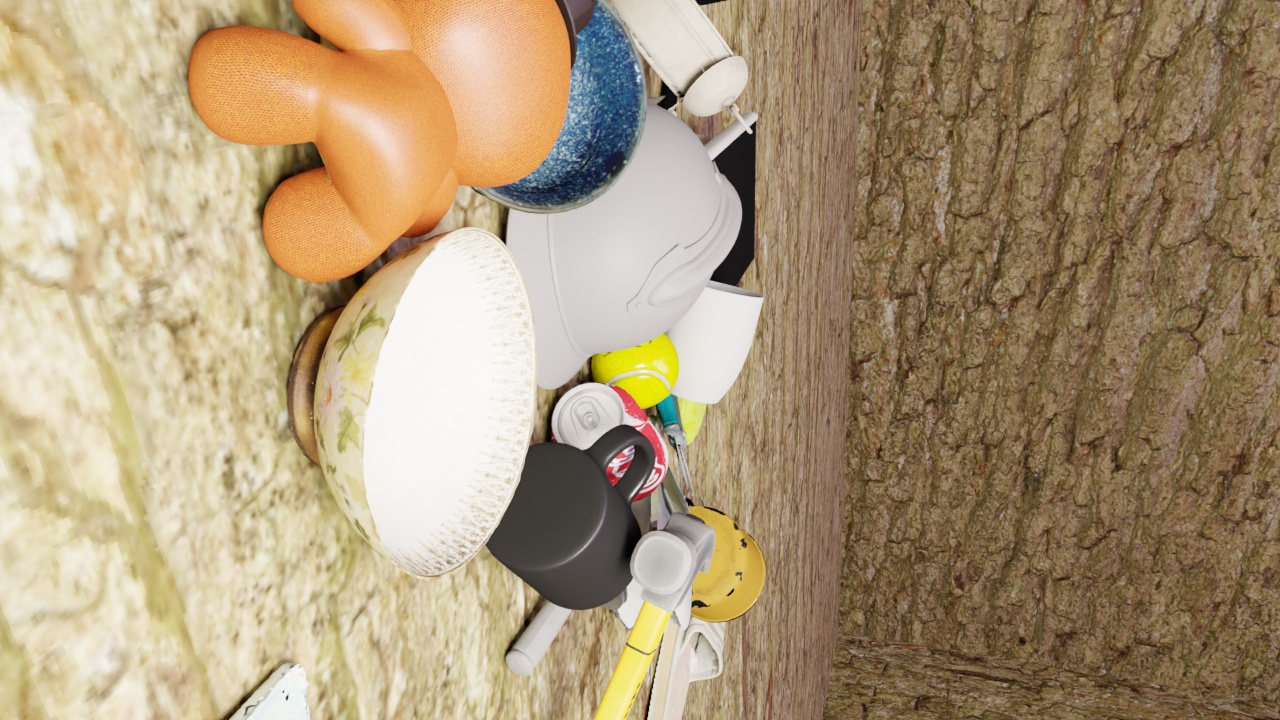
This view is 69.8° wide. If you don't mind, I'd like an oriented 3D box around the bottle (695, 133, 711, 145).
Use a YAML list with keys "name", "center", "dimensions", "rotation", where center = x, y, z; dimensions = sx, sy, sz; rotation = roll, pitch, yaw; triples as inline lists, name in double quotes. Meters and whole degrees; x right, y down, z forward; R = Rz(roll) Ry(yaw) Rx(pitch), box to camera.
- name: "bottle"
  center: [0.033, -0.127, 0.802]
  dimensions: [0.084, 0.046, 0.173]
  rotation: [70, 30, -52]

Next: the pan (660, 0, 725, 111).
- name: "pan"
  center: [0.061, -0.368, 0.834]
  dimensions: [0.204, 0.044, 0.355]
  rotation: [46, 50, -67]

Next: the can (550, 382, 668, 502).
- name: "can"
  center: [-0.021, 0.058, 0.648]
  dimensions: [0.105, 0.064, 0.064]
  rotation: [57, 41, -62]

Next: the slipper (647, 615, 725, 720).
- name: "slipper"
  center: [0.055, 0.308, 0.980]
  dimensions: [0.114, 0.054, 0.271]
  rotation: [71, 30, -41]

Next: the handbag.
- name: "handbag"
  center: [0.015, 0.122, 0.771]
  dimensions: [0.151, 0.074, 0.175]
  rotation: [73, 18, -48]

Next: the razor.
- name: "razor"
  center: [-0.054, 0.164, 0.621]
  dimensions: [0.116, 0.047, 0.088]
  rotation: [-50, 142, -49]

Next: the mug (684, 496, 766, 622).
- name: "mug"
  center: [0.061, 0.188, 0.901]
  dimensions: [0.094, 0.100, 0.123]
  rotation: [52, 17, -62]

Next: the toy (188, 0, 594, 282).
- name: "toy"
  center: [-0.081, -0.109, 0.362]
  dimensions: [0.175, 0.096, 0.112]
  rotation: [-35, 136, -26]

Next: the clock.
- name: "clock"
  center: [0.028, -0.218, 0.650]
  dimensions: [0.157, 0.061, 0.103]
  rotation: [55, 15, 10]

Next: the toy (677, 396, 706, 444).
- name: "toy"
  center: [0.043, 0.016, 0.863]
  dimensions: [0.092, 0.043, 0.118]
  rotation: [-70, 164, -68]

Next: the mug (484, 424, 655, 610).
- name: "mug"
  center: [-0.035, 0.089, 0.560]
  dimensions: [0.113, 0.078, 0.088]
  rotation: [-47, 150, -13]

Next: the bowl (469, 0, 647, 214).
- name: "bowl"
  center: [-0.060, -0.131, 0.462]
  dimensions: [0.114, 0.061, 0.114]
  rotation: [-4, 98, -27]

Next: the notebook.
- name: "notebook"
  center: [0.079, -0.134, 0.838]
  dimensions: [0.206, 0.016, 0.149]
  rotation: [-53, 145, -59]

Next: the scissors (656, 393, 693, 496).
- name: "scissors"
  center: [0.024, 0.037, 0.793]
  dimensions: [0.124, 0.019, 0.156]
  rotation: [-76, 148, -78]

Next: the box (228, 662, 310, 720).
- name: "box"
  center: [-0.129, 0.233, 0.352]
  dimensions: [0.126, 0.074, 0.198]
  rotation: [-93, -178, -70]

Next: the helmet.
- name: "helmet"
  center: [0.009, -0.096, 0.613]
  dimensions: [0.184, 0.118, 0.270]
  rotation: [77, 23, -43]

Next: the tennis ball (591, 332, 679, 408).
- name: "tennis ball"
  center: [-0.004, 0.004, 0.685]
  dimensions: [0.065, 0.065, 0.065]
  rotation: [5, 89, -72]

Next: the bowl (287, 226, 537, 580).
- name: "bowl"
  center: [-0.100, 0.015, 0.389]
  dimensions: [0.145, 0.063, 0.145]
  rotation: [6, 89, -72]

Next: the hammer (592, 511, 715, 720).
- name: "hammer"
  center: [-0.026, 0.251, 0.600]
  dimensions: [0.324, 0.034, 0.170]
  rotation: [-66, 166, -2]

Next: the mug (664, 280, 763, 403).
- name: "mug"
  center: [0.057, -0.017, 0.741]
  dimensions: [0.107, 0.071, 0.089]
  rotation: [-18, 122, -70]
